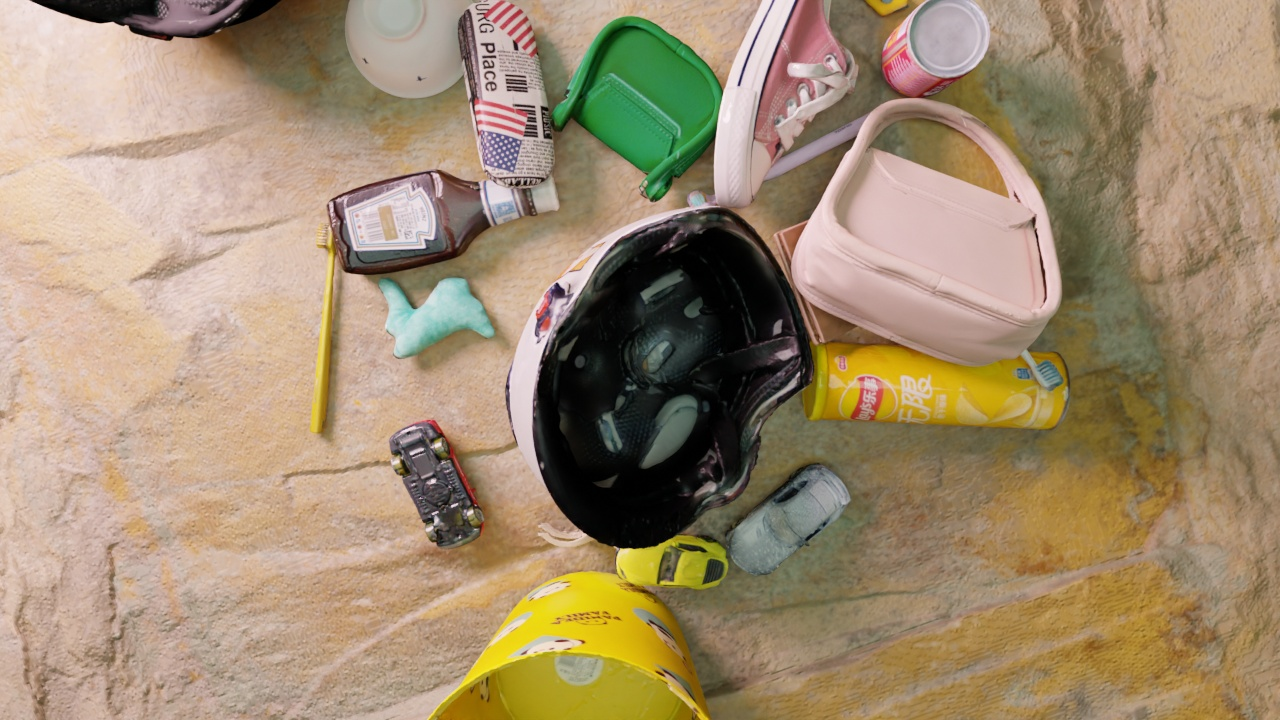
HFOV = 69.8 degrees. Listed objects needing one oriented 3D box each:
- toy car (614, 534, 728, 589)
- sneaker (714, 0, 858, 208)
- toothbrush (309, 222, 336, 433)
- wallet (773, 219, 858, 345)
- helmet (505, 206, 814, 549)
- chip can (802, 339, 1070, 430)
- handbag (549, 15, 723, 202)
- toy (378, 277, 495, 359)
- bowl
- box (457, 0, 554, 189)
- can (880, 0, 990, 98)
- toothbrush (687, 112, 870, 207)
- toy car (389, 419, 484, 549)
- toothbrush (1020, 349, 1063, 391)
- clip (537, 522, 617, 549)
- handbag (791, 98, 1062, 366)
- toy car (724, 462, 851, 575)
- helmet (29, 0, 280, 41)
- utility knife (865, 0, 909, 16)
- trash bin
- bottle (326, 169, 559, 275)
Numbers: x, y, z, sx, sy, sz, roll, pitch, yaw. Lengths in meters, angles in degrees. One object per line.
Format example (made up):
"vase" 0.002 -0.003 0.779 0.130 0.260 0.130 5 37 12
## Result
"toy car" 0.029 0.181 0.818 0.105 0.032 0.048 9 97 -19
"sneaker" 0.129 -0.233 0.755 0.088 0.118 0.241 19 84 15
"toothbrush" -0.286 -0.029 0.822 0.016 0.015 0.190 6 95 4
"wallet" 0.167 -0.075 0.781 0.115 0.020 0.101 -26 96 -40
"helmet" -0.004 0.004 0.739 0.273 0.157 0.230 -52 121 -16
"chip can" 0.251 0.022 0.795 0.213 0.072 0.072 3 95 0
"handbag" 0.001 -0.214 0.778 0.131 0.068 0.120 36 95 -2
"toy" -0.188 -0.041 0.814 0.092 0.030 0.096 -32 88 1
"bowl" -0.200 -0.288 0.775 0.118 0.064 0.118 0 95 0
"box" -0.114 -0.223 0.773 0.069 0.052 0.164 -8 83 -10
"can" 0.240 -0.257 0.760 0.066 0.093 0.066 0 94 0
"toothbrush" 0.130 -0.177 0.806 0.189 0.029 0.021 -26 134 1
"toy car" -0.179 0.109 0.818 0.053 0.045 0.120 -20 100 4
"toothbrush" 0.276 -0.064 0.777 0.221 0.026 0.026 54 132 14
"clip" -0.041 0.137 0.826 0.102 0.035 0.095 0 96 -4
"handbag" 0.239 -0.125 0.742 0.193 0.094 0.233 21 61 -2
"toy car" 0.131 0.143 0.822 0.120 0.037 0.054 -39 94 2
"helmet" -0.359 -0.366 0.688 0.274 0.229 0.234 30 109 -1
"utility knife" 0.172 -0.355 0.791 0.156 0.015 0.033 43 96 -3
"trash bin" -0.045 0.293 0.727 0.229 0.255 0.229 0 95 1
"bottle" -0.169 -0.128 0.800 0.195 0.044 0.080 -13 95 1
